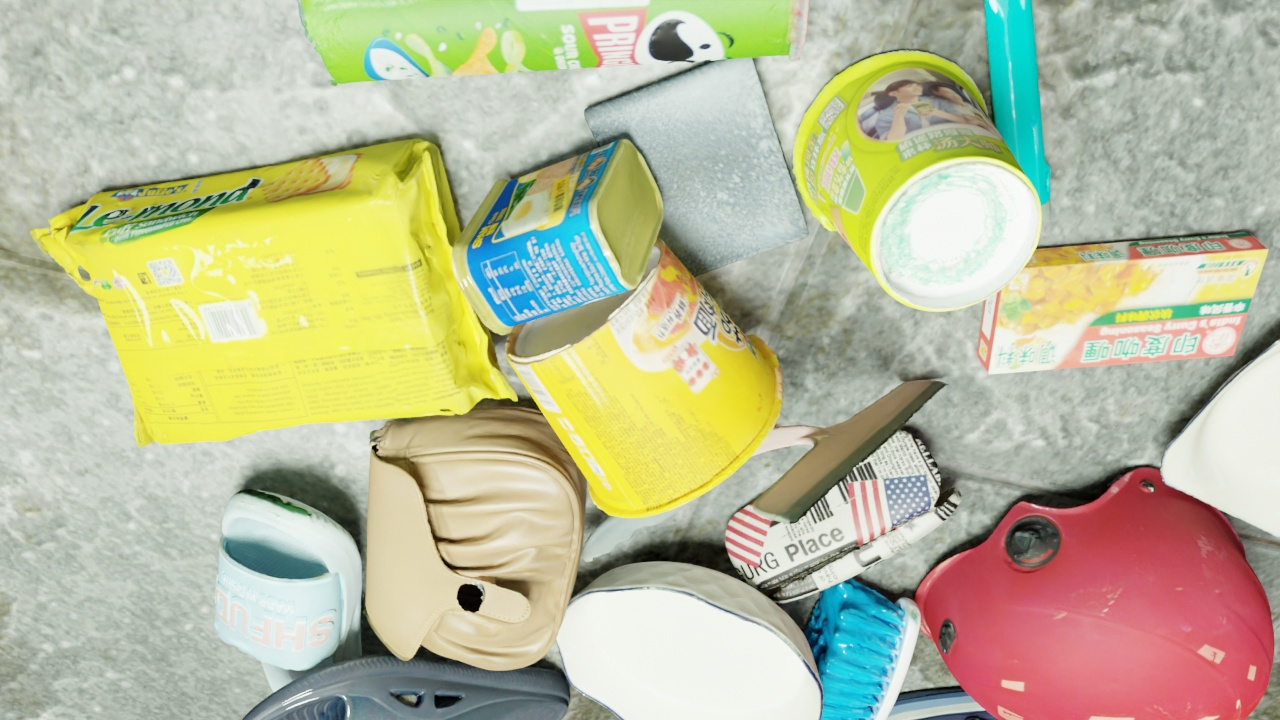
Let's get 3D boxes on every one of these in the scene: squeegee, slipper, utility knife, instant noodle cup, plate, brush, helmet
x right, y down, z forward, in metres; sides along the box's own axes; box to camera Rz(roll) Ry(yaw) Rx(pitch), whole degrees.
[{"bbox_3d":[0.042,0.079,0.583,0.250,0.247,0.040,-30,86,36],"label":"squeegee"},{"bbox_3d":[-0.157,0.281,0.683,0.267,0.083,0.111,16,124,-40],"label":"slipper"},{"bbox_3d":[0.311,0.333,0.774,0.253,0.095,0.105,0,125,3],"label":"slipper"},{"bbox_3d":[0.205,-0.152,0.501,0.029,0.013,0.183,-18,123,6],"label":"utility knife"},{"bbox_3d":[-0.003,0.003,0.527,0.138,0.137,0.110,-29,115,16],"label":"instant noodle cup"},{"bbox_3d":[0.037,0.224,0.692,0.205,0.045,0.205,11,132,13],"label":"plate"},{"bbox_3d":[0.449,0.039,0.619,0.164,0.034,0.164,24,119,-16],"label":"plate"},{"bbox_3d":[-0.258,0.190,0.662,0.104,0.074,0.246,19,127,16],"label":"slipper"},{"bbox_3d":[0.160,0.320,0.750,0.109,0.060,0.315,12,110,-9],"label":"brush"},{"bbox_3d":[0.144,-0.088,0.476,0.111,0.123,0.112,-1,123,-1],"label":"instant noodle cup"},{"bbox_3d":[0.334,0.206,0.664,0.240,0.143,0.207,-23,123,14],"label":"helmet"}]

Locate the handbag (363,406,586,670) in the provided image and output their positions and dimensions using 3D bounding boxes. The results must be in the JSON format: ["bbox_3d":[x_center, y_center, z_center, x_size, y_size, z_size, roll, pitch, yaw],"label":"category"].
[{"bbox_3d":[-0.114,0.129,0.624,0.147,0.099,0.205,8,123,-5],"label":"handbag"}]

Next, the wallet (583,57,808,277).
[{"bbox_3d":[0.034,-0.106,0.526,0.097,0.019,0.121,-17,123,13],"label":"wallet"}]

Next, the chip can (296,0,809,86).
[{"bbox_3d":[-0.040,-0.177,0.445,0.236,0.072,0.072,-3,123,1],"label":"chip can"}]

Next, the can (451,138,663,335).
[{"bbox_3d":[-0.040,-0.068,0.488,0.083,0.101,0.057,-15,123,24],"label":"can"}]

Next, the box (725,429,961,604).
[{"bbox_3d":[0.142,0.112,0.657,0.162,0.075,0.086,-31,88,21],"label":"box"}]

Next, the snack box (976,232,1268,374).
[{"bbox_3d":[0.295,-0.035,0.571,0.156,0.027,0.077,-5,124,2],"label":"snack box"}]

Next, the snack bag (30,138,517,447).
[{"bbox_3d":[-0.206,-0.030,0.527,0.247,0.068,0.158,-8,116,9],"label":"snack bag"}]
